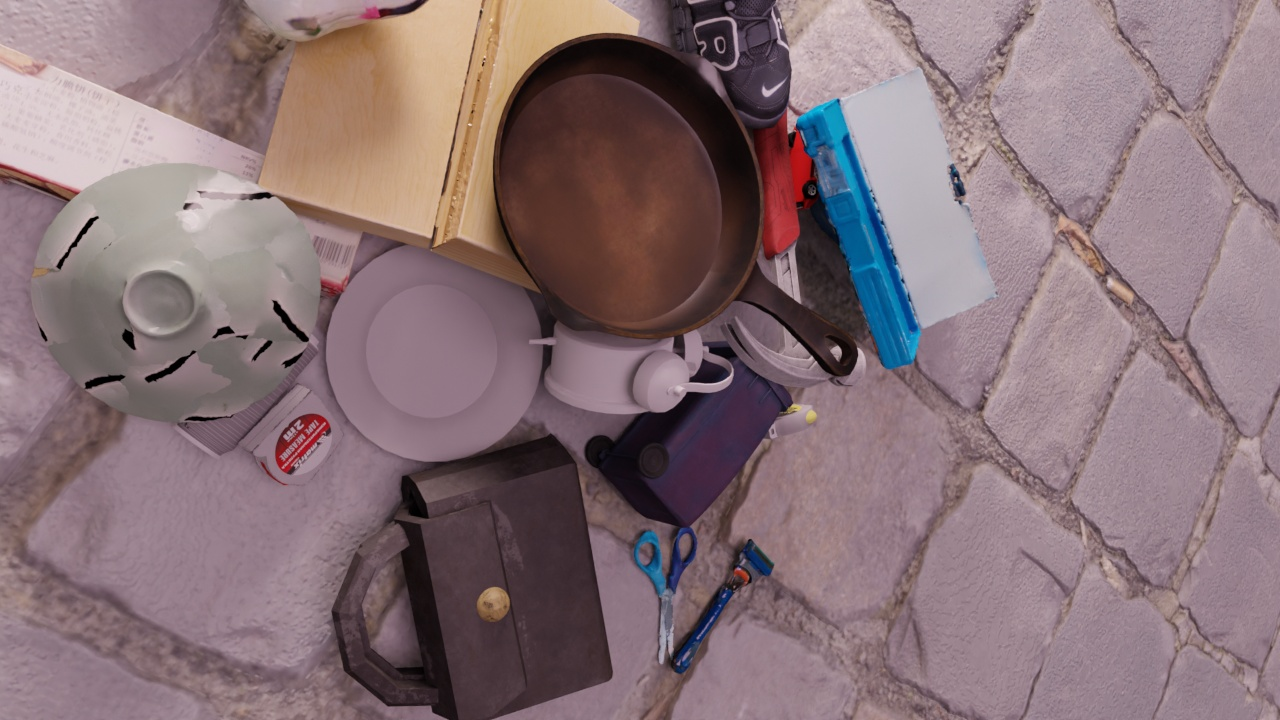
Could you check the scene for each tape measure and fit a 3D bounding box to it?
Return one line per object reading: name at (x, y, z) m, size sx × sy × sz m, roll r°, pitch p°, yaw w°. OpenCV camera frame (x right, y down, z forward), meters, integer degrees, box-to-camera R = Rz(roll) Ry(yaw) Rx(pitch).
tape measure at (-0.252, 0.057, 0.666) m, size 0.060 × 0.020 × 0.062 m, roll -52°, pitch 145°, yaw -26°
tape measure at (0.128, 0.057, 0.863) m, size 0.064 × 0.064 × 0.017 m, roll -17°, pitch 99°, yaw -32°

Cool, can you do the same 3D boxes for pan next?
pan at (0.038, -0.091, 0.717) m, size 0.356 × 0.043 × 0.248 m, roll 36°, pitch 69°, yaw -22°

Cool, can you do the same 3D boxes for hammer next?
hammer at (0.122, -0.132, 0.821) m, size 0.126 × 0.036 × 0.315 m, roll 5°, pitch 71°, yaw -25°

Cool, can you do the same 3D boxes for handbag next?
handbag at (-0.132, 0.177, 0.702) m, size 0.199 × 0.102 × 0.197 m, roll -14°, pitch 98°, yaw -28°

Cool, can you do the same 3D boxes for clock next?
clock at (-0.004, 0.004, 0.744) m, size 0.159 × 0.119 × 0.061 m, roll 12°, pitch 112°, yaw 11°

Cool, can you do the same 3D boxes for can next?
can at (-0.278, 0.017, 0.651) m, size 0.044 × 0.044 × 0.106 m, roll 44°, pitch 72°, yaw -22°

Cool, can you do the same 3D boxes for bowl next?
bowl at (-0.292, -0.040, 0.573) m, size 0.174 × 0.068 × 0.174 m, roll -2°, pitch 100°, yaw -15°

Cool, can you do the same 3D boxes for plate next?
plate at (-0.161, -0.007, 0.728) m, size 0.172 × 0.019 × 0.173 m, roll -1°, pitch 92°, yaw -29°

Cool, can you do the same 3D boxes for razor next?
razor at (0.072, 0.233, 0.863) m, size 0.140 × 0.018 × 0.044 m, roll -49°, pitch 116°, yaw -18°

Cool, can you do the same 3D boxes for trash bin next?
trash bin at (0.047, 0.057, 0.803) m, size 0.160 × 0.094 × 0.092 m, roll -48°, pitch 112°, yaw -22°

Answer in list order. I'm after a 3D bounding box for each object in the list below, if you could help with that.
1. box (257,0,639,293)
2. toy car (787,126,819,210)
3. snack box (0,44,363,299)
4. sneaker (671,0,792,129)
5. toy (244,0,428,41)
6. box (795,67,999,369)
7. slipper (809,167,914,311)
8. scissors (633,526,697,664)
box at (-0.133, -0.197, 0.698) m, size 0.257 × 0.076 × 0.246 m, roll 15°, pitch 73°, yaw -22°
toy car at (0.160, -0.189, 0.887) m, size 0.025 × 0.038 × 0.089 m, roll 8°, pitch 87°, yaw -31°
snack box at (-0.327, -0.125, 0.623) m, size 0.272 × 0.044 × 0.076 m, roll 21°, pitch 76°, yaw -28°
sneaker at (0.088, -0.330, 0.766) m, size 0.097 × 0.151 × 0.252 m, roll -24°, pitch 92°, yaw -23°
toy at (-0.235, -0.310, 0.614) m, size 0.137 × 0.086 × 0.209 m, roll -39°, pitch 85°, yaw -23°
box at (0.231, -0.133, 0.866) m, size 0.166 × 0.075 × 0.243 m, roll -30°, pitch 105°, yaw -30°
slipper at (0.259, -0.131, 0.932) m, size 0.213 × 0.059 × 0.103 m, roll 34°, pitch 73°, yaw -24°
scissors at (0.029, 0.217, 0.842) m, size 0.073 × 0.016 × 0.134 m, roll -8°, pitch 97°, yaw -30°
